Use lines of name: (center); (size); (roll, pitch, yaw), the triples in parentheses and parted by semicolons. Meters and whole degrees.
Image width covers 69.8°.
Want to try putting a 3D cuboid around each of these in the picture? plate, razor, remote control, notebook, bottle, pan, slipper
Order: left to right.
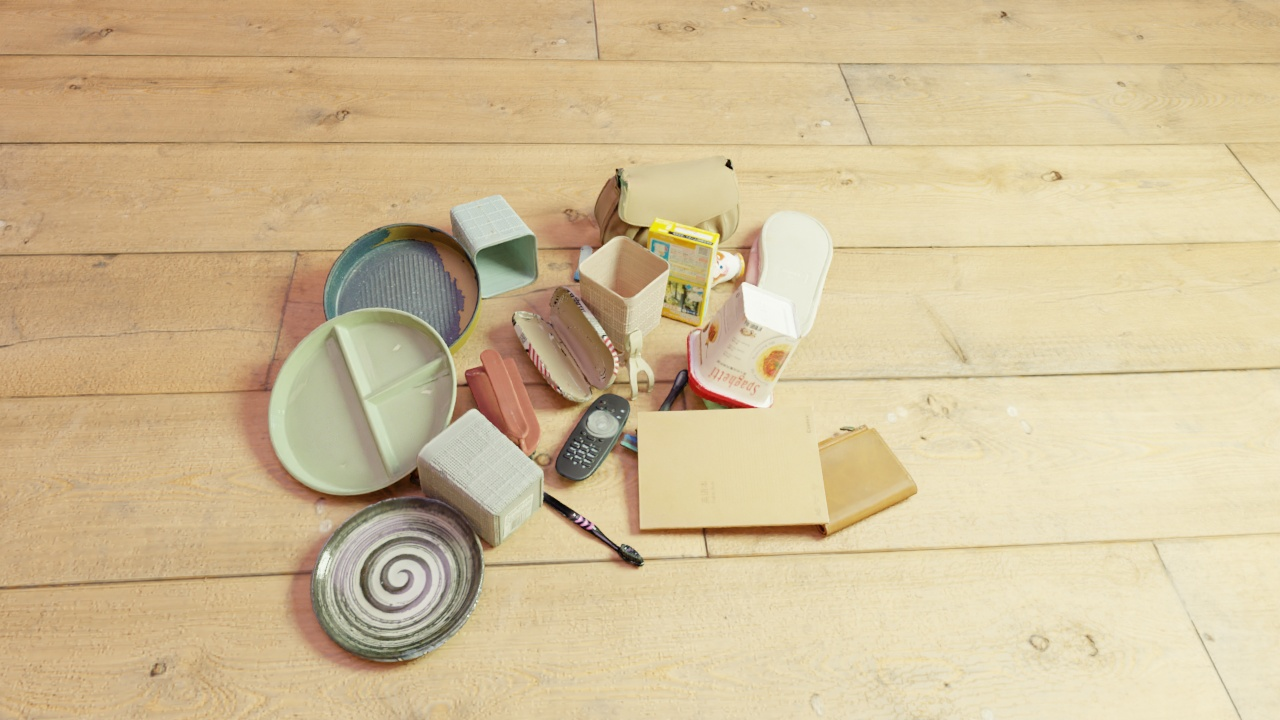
plate: (-0.320, 0.046, 1.064); (0.230, 0.027, 0.229); (-4, 67, 10)
plate: (-0.250, 0.227, 0.955); (0.179, 0.024, 0.179); (0, 55, 0)
pan: (-0.283, -0.012, 1.126); (0.197, 0.078, 0.357); (-11, 71, -4)
remote control: (-0.056, 0.094, 1.091); (0.053, 0.024, 0.136); (21, 50, 15)
razor: (0.026, 0.063, 1.123); (0.043, 0.022, 0.142); (25, 54, 14)
bottle: (0.087, -0.128, 1.265); (0.108, 0.063, 0.063); (-5, 50, -16)
notebook: (0.103, 0.122, 1.056); (0.211, 0.012, 0.149); (-2, 57, 0)
slipper: (0.202, -0.113, 1.266); (0.114, 0.055, 0.273); (12, 45, 4)

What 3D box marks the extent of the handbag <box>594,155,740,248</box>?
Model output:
handbag: (0.042, -0.208, 1.276); (0.204, 0.148, 0.099); (-10, 59, -10)

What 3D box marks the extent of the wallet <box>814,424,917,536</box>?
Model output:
wallet: (0.238, 0.130, 1.072); (0.130, 0.035, 0.119); (-20, 55, -18)

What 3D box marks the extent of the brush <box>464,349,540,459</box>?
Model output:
brush: (-0.160, 0.055, 1.087); (0.063, 0.069, 0.145); (-16, 52, -16)

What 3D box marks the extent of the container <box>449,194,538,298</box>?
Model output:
container: (-0.204, -0.161, 1.259); (0.089, 0.090, 0.111); (-20, 51, -20)

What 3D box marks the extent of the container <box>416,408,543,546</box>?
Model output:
container: (-0.172, 0.132, 1.009); (0.114, 0.090, 0.090); (35, 56, 20)

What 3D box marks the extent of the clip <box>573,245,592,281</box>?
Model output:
clip: (-0.079, -0.133, 1.292); (0.024, 0.028, 0.056); (5, 58, 3)

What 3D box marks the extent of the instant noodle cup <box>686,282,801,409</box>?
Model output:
instant noodle cup: (0.128, -0.018, 1.112); (0.116, 0.124, 0.116); (20, 38, -16)

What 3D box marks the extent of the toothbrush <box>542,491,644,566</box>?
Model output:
toothbrush: (-0.072, 0.175, 1.026); (0.189, 0.018, 0.014); (30, 56, 22)

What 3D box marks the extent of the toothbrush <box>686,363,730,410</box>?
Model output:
toothbrush: (0.108, 0.082, 1.111); (0.026, 0.027, 0.224); (-37, 52, 14)

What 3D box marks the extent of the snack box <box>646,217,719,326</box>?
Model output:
snack box: (0.050, -0.114, 1.199); (0.087, 0.141, 0.033); (17, 45, 11)

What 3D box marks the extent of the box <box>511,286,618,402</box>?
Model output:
box: (-0.093, -0.025, 1.151); (0.075, 0.086, 0.162); (16, 29, -48)

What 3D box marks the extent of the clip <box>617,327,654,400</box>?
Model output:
clip: (-0.006, 0.008, 1.134); (0.035, 0.100, 0.098); (-25, 85, -25)

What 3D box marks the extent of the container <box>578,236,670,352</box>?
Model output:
container: (-0.023, -0.081, 1.186); (0.090, 0.111, 0.089); (33, 55, 22)
